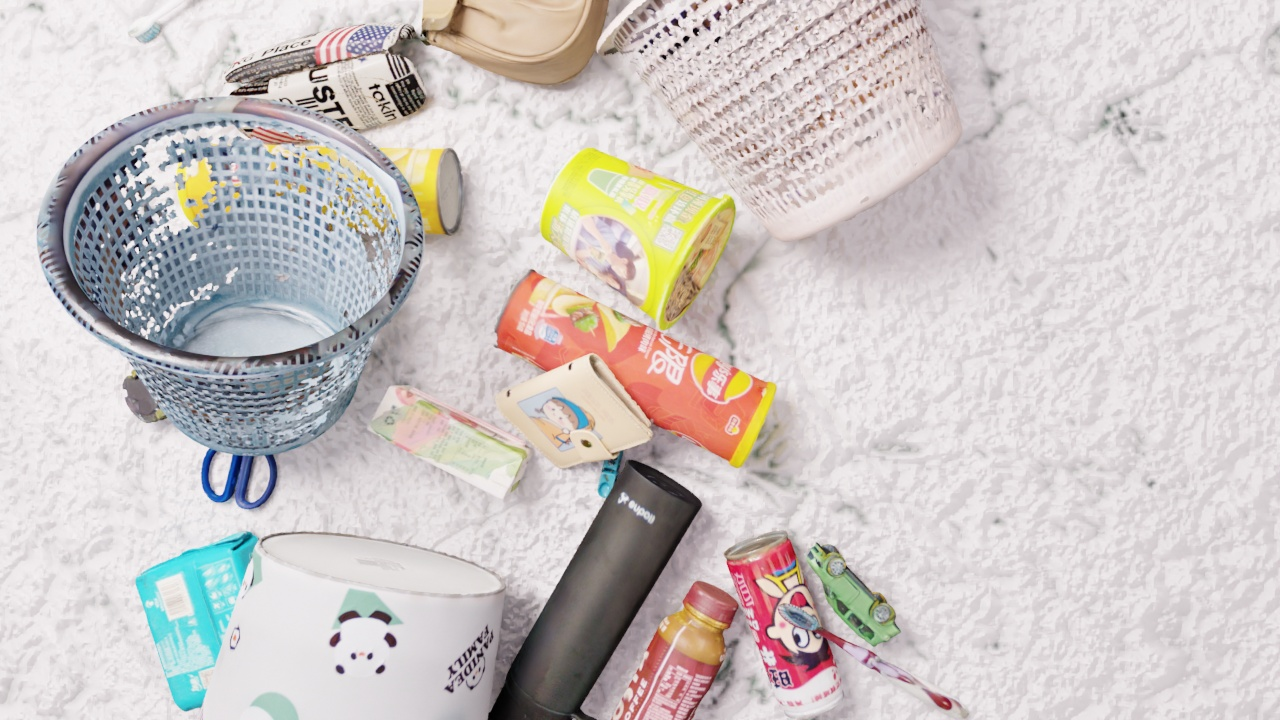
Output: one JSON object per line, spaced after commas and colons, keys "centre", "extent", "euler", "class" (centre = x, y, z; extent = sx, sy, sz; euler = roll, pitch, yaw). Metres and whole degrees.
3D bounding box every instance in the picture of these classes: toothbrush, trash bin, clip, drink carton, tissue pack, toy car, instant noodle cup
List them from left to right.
{"centre": [-0.384, 0.011, 0.770], "extent": [0.106, 0.031, 0.049], "euler": [-34, 86, 4], "class": "toy car"}
{"centre": [-0.348, 0.217, 0.759], "extent": [0.093, 0.050, 0.133], "euler": [-18, 89, 4], "class": "tissue pack"}
{"centre": [-0.338, -0.336, 0.766], "extent": [0.224, 0.027, 0.026], "euler": [-34, 74, 5], "class": "toothbrush"}
{"centre": [-0.279, -0.039, 0.658], "extent": [0.226, 0.196, 0.226], "euler": [9, 56, -14], "class": "trash bin"}
{"centre": [-0.213, 0.269, 0.669], "extent": [0.229, 0.229, 0.251], "euler": [12, 86, 5], "class": "trash bin"}
{"centre": [-0.149, 0.062, 0.736], "extent": [0.122, 0.053, 0.045], "euler": [26, 92, 4], "class": "drink carton"}
{"centre": [-0.023, 0.084, 0.740], "extent": [0.014, 0.039, 0.056], "euler": [16, 100, 6], "class": "clip"}
{"centre": [-0.007, -0.101, 0.699], "extent": [0.123, 0.111, 0.112], "euler": [31, 93, 12], "class": "instant noodle cup"}
{"centre": [0.113, -0.200, 0.642], "extent": [0.227, 0.227, 0.192], "euler": [-32, 100, 5], "class": "trash bin"}
{"centre": [0.162, 0.180, 0.710], "extent": [0.036, 0.043, 0.091], "euler": [-41, 86, 4], "class": "toy car"}
{"centre": [0.180, 0.229, 0.694], "extent": [0.187, 0.017, 0.016], "euler": [33, 75, -14], "class": "toothbrush"}

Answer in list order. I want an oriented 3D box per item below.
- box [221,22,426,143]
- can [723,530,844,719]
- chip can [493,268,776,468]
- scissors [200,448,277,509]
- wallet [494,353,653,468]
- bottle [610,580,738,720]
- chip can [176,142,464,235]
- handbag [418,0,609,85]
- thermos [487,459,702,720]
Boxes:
{"centre": [-0.258, -0.238, 0.749], "extent": [0.163, 0.076, 0.088], "euler": [-10, 65, 9], "class": "box"}
{"centre": [0.112, 0.203, 0.710], "extent": [0.053, 0.053, 0.132], "euler": [-20, 88, 5], "class": "can"}
{"centre": [-0.004, 0.004, 0.713], "extent": [0.216, 0.073, 0.073], "euler": [27, 93, 6], "class": "chip can"}
{"centre": [-0.337, 0.038, 0.776], "extent": [0.108, 0.012, 0.174], "euler": [-10, 88, 5], "class": "scissors"}
{"centre": [-0.050, 0.043, 0.706], "extent": [0.115, 0.024, 0.087], "euler": [-22, 112, 41], "class": "wallet"}
{"centre": [0.021, 0.258, 0.718], "extent": [0.057, 0.057, 0.175], "euler": [27, 93, 5], "class": "bottle"}
{"centre": [-0.254, -0.138, 0.737], "extent": [0.213, 0.072, 0.072], "euler": [2, 90, 5], "class": "chip can"}
{"centre": [-0.094, -0.324, 0.704], "extent": [0.148, 0.099, 0.204], "euler": [4, 87, 9], "class": "handbag"}
{"centre": [-0.031, 0.204, 0.718], "extent": [0.090, 0.068, 0.242], "euler": [30, 94, 12], "class": "thermos"}
